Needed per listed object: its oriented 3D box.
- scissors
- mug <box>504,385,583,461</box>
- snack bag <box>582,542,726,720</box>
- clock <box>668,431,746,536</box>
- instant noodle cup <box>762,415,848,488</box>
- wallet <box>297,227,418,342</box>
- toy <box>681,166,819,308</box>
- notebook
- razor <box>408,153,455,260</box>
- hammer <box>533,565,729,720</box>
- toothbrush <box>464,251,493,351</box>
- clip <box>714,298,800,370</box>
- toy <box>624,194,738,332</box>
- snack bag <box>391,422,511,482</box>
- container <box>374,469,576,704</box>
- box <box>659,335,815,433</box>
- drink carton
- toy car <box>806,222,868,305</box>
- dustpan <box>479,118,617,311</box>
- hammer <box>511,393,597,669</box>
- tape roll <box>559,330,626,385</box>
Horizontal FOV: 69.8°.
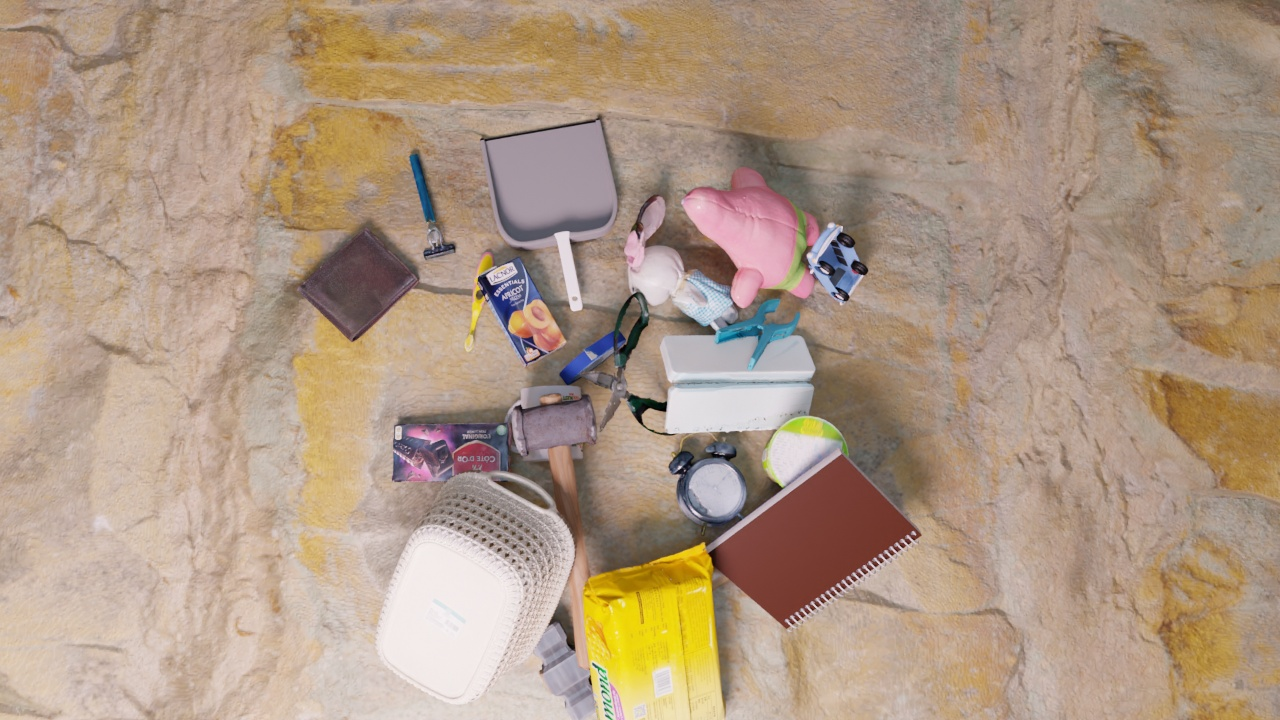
[{"bbox_3d":[-0.007,0.007,1.136,0.015,0.201,0.204,-7,71,35],"label":"scissors"},{"bbox_3d":[-0.125,0.081,1.156,0.105,0.073,0.089,-6,82,21],"label":"mug"},{"bbox_3d":[0.022,0.346,1.077,0.159,0.068,0.247,-11,103,-21],"label":"snack bag"},{"bbox_3d":[0.087,0.153,1.167,0.090,0.052,0.129,-16,79,-6],"label":"clock"},{"bbox_3d":[0.197,0.122,1.148,0.099,0.108,0.099,1,83,-4],"label":"instant noodle cup"},{"bbox_3d":[-0.362,-0.097,1.183,0.099,0.031,0.120,44,79,0],"label":"wallet"},{"bbox_3d":[0.138,-0.163,1.164,0.236,0.097,0.191,18,69,-40],"label":"toy"},{"bbox_3d":[0.210,0.223,1.109,0.209,0.022,0.171,-40,112,16],"label":"notebook"},{"bbox_3d":[-0.281,-0.205,1.205,0.042,0.022,0.144,-16,83,-7],"label":"razor"},{"bbox_3d":[0.021,0.314,1.144,0.322,0.051,0.117,-30,88,-10],"label":"hammer"},{"bbox_3d":[-0.211,-0.078,1.195,0.021,0.016,0.135,12,82,-9],"label":"toothbrush"},{"bbox_3d":[0.167,-0.030,1.174,0.113,0.028,0.126,34,50,12],"label":"clip"},{"bbox_3d":[0.046,-0.101,1.192,0.205,0.130,0.106,43,125,-16],"label":"toy"},{"bbox_3d":[-0.237,0.116,1.154,0.155,0.018,0.074,-2,84,6],"label":"snack bag"},{"bbox_3d":[-0.192,0.260,1.036,0.184,0.142,0.247,26,111,8],"label":"container"},{"bbox_3d":[0.123,0.028,1.176,0.197,0.075,0.126,0,102,-15],"label":"box"},{"bbox_3d":[-0.153,-0.063,1.177,0.064,0.040,0.130,-29,89,-15],"label":"drink carton"},{"bbox_3d":[0.247,-0.124,1.171,0.055,0.153,0.056,34,88,31],"label":"toy car"},{"bbox_3d":[-0.108,-0.188,1.207,0.163,0.033,0.257,-11,83,-5],"label":"dustpan"},{"bbox_3d":[-0.081,0.202,1.086,0.098,0.052,0.328,-9,92,-4],"label":"hammer"},{"bbox_3d":[-0.060,-0.004,1.157,0.016,0.093,0.091,53,46,4],"label":"tape roll"}]
